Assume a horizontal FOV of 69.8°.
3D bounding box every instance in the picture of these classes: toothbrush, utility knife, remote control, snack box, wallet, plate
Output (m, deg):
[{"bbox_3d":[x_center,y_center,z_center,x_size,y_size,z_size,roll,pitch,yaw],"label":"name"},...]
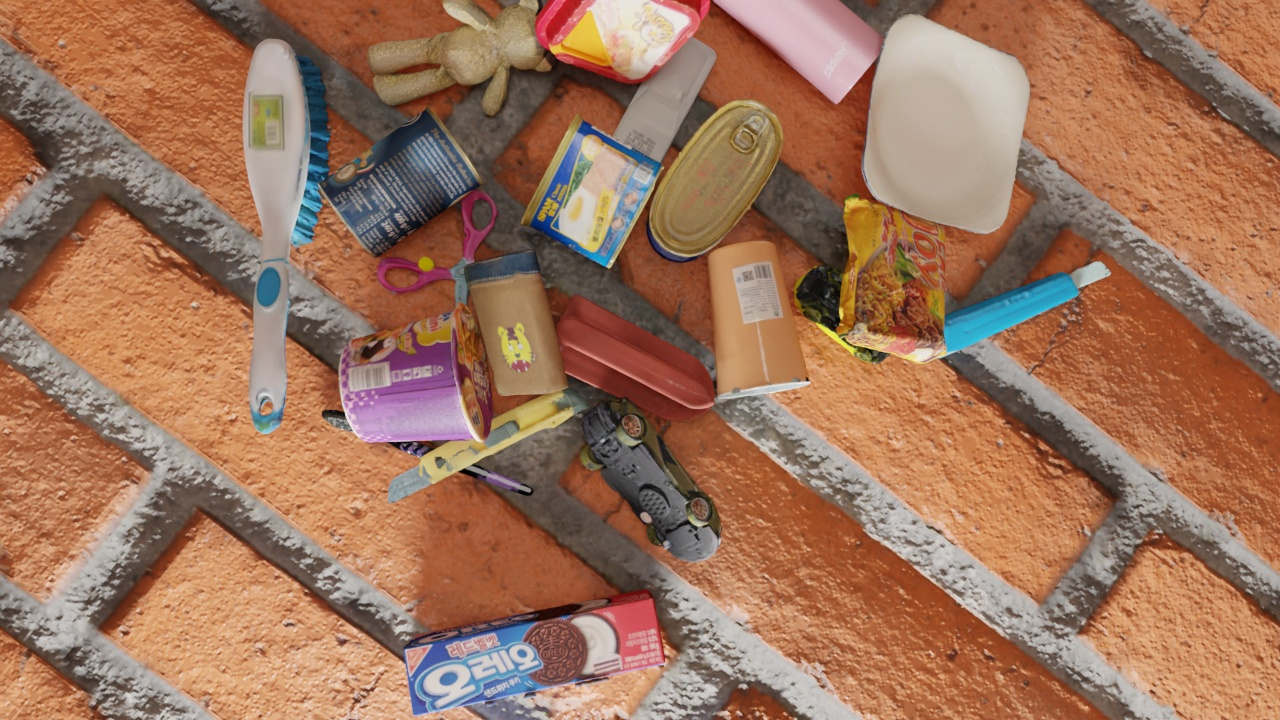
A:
[{"bbox_3d":[-0.179,0.078,0.771,0.189,0.017,0.014,22,92,-5],"label":"toothbrush"},{"bbox_3d":[-0.130,0.069,0.771,0.183,0.019,0.031,-27,87,-6],"label":"utility knife"},{"bbox_3d":[0.019,-0.223,0.793,0.049,0.024,0.125,28,87,-3],"label":"remote control"},{"bbox_3d":[-0.086,0.238,0.752,0.207,0.057,0.058,-10,86,-4],"label":"snack box"},{"bbox_3d":[-0.102,-0.028,0.744,0.033,0.090,0.115,-21,100,-40],"label":"wallet"},{"bbox_3d":[0.255,-0.198,0.788,0.164,0.034,0.163,13,87,-24],"label":"plate"},{"bbox_3d":[0.338,-0.050,0.814,0.182,0.018,0.034,-22,104,-6],"label":"utility knife"}]

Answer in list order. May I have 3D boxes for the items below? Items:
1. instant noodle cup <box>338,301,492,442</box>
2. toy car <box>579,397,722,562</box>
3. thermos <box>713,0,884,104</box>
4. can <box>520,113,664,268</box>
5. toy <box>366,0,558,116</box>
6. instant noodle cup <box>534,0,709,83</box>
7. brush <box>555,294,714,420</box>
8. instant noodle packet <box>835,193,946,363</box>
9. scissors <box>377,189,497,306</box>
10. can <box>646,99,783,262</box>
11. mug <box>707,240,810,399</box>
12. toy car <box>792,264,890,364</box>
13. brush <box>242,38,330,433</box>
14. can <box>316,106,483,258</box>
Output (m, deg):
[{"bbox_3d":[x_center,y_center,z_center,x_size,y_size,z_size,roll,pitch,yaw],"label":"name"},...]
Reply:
[{"bbox_3d":[-0.179,0.017,0.733,0.099,0.111,0.111,-9,89,4],"label":"instant noodle cup"},{"bbox_3d":[0.009,0.100,0.762,0.158,0.070,0.042,53,46,-2],"label":"toy car"},{"bbox_3d":[0.120,-0.314,0.777,0.198,0.067,0.087,41,123,-2],"label":"thermos"},{"bbox_3d":[-0.039,-0.138,0.762,0.083,0.057,0.102,28,102,-6],"label":"can"},{"bbox_3d":[-0.150,-0.256,0.767,0.157,0.066,0.105,-16,122,-1],"label":"toy"},{"bbox_3d":[-0.019,-0.310,0.739,0.116,0.117,0.124,9,64,-34],"label":"instant noodle cup"},{"bbox_3d":[-0.005,0.004,0.760,0.146,0.069,0.063,27,87,-3],"label":"brush"},{"bbox_3d":[0.215,-0.069,0.772,0.110,0.044,0.128,14,71,-26],"label":"instant noodle packet"},{"bbox_3d":[-0.154,-0.081,0.779,0.133,0.017,0.134,7,87,-9],"label":"scissors"},{"bbox_3d":[0.061,-0.150,0.780,0.074,0.049,0.148,35,86,-3],"label":"can"},{"bbox_3d":[0.093,-0.034,0.768,0.078,0.078,0.122,-8,84,-5],"label":"mug"},{"bbox_3d":[0.177,-0.038,0.794,0.105,0.032,0.048,35,77,-13],"label":"toy car"},{"bbox_3d":[-0.283,-0.101,0.722,0.060,0.109,0.314,-1,88,-7],"label":"brush"},{"bbox_3d":[-0.195,-0.143,0.747,0.111,0.075,0.075,-36,91,-5],"label":"can"}]
